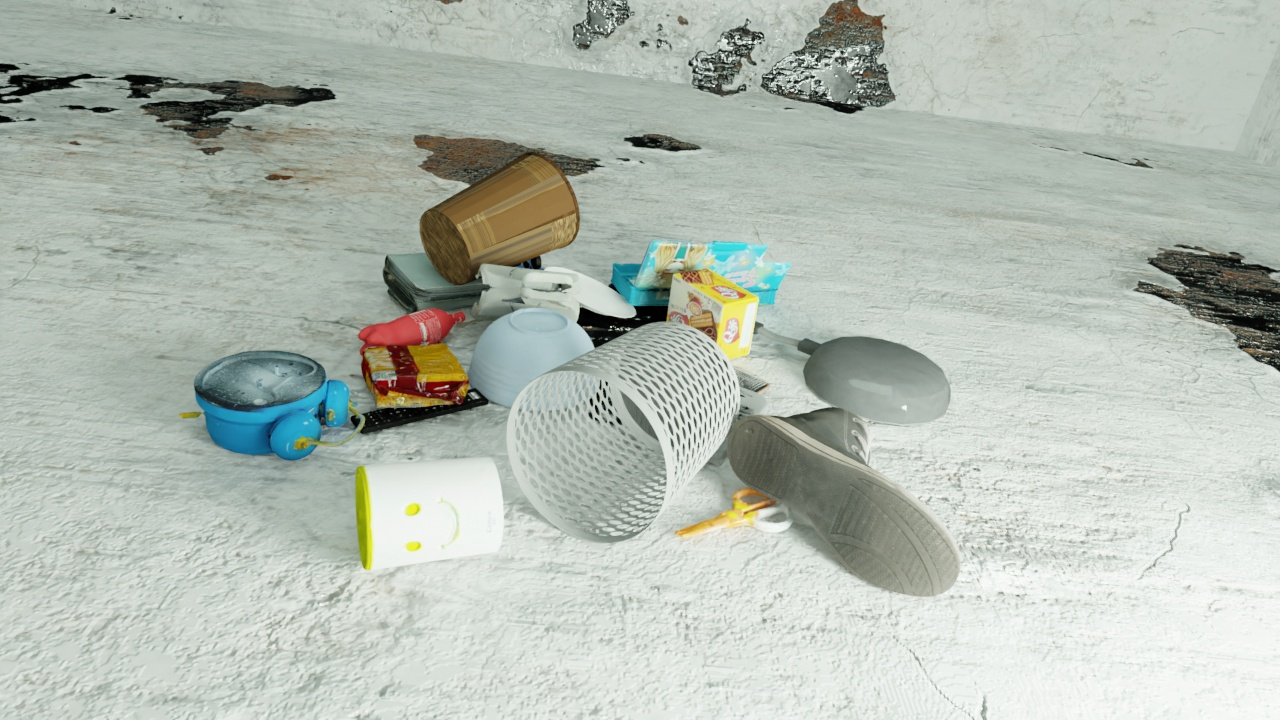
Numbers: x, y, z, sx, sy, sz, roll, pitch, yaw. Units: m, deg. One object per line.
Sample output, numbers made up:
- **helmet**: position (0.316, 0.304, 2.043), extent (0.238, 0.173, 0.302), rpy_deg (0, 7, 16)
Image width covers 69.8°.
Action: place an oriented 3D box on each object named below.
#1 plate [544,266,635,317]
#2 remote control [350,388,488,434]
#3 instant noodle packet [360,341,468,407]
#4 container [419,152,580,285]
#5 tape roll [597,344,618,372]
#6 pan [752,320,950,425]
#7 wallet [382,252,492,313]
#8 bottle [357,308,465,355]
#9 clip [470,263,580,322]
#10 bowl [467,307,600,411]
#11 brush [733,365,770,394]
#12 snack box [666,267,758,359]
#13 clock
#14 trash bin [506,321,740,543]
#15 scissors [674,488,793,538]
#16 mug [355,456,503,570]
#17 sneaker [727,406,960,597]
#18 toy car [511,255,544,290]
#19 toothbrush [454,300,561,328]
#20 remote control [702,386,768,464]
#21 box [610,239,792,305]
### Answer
- **plate**: position (-0.069, -0.088, 1.226), extent (0.134, 0.011, 0.134), rpy_deg (25, 18, -9)
- **remote control**: position (-0.225, 0.051, 0.946), extent (0.139, 0.009, 0.030), rpy_deg (-13, 33, -35)
- **instant noodle packet**: position (-0.240, 0.014, 0.968), extent (0.098, 0.040, 0.135), rpy_deg (-7, 19, -21)
- **container**: position (-0.183, -0.174, 1.170), extent (0.132, 0.132, 0.166), rpy_deg (27, 45, 34)
- **tape roll**: position (-0.006, 0.006, 1.089), extent (0.093, 0.013, 0.093), rpy_deg (6, 26, -3)
- **pan**: position (0.220, -0.016, 1.162), extent (0.358, 0.041, 0.178), rpy_deg (24, 31, 30)
- **wallet**: position (-0.258, -0.104, 1.199), extent (0.131, 0.054, 0.100), rpy_deg (-14, 45, -38)
- **bottle**: position (-0.262, -0.034, 1.069), extent (0.042, 0.042, 0.141), rpy_deg (26, 32, 32)
- **clip**: position (-0.129, -0.089, 1.094), extent (0.126, 0.152, 0.104), rpy_deg (3, 66, -21)
- **bowl**: position (-0.117, -0.012, 1.028), extent (0.150, 0.075, 0.150), rpy_deg (6, 27, -3)
- **brush**: position (0.089, 0.010, 1.106), extent (0.136, 0.015, 0.049), rpy_deg (24, 30, 30)
- **snack box**: position (0.089, -0.059, 1.166), extent (0.061, 0.084, 0.106), rpy_deg (-14, 35, -34)
- **clock**: position (-0.344, 0.044, 0.875), extent (0.161, 0.060, 0.116), rpy_deg (15, 27, 11)
- **trash bin**: position (-0.006, 0.055, 0.842), extent (0.156, 0.157, 0.182), rpy_deg (20, 26, 22)
- **scissors**: position (0.085, 0.147, 0.839), extent (0.128, 0.013, 0.065), rpy_deg (-12, 33, -36)
- **mug**: position (-0.172, 0.122, 0.741), extent (0.106, 0.083, 0.082), rpy_deg (-3, 29, -22)
- **sneaker**: position (0.203, 0.120, 0.844), extent (0.235, 0.095, 0.119), rpy_deg (30, 26, 37)
- **toy car**: position (-0.180, -0.142, 1.277), extent (0.056, 0.055, 0.153), rpy_deg (-13, 40, -24)
- **toothbrush**: position (-0.159, -0.064, 1.181), extent (0.185, 0.022, 0.024), rpy_deg (-20, 18, -41)
- **remote control**: position (0.084, 0.062, 0.996), extent (0.074, 0.019, 0.150), rpy_deg (20, 29, 22)
- **box**: position (0.090, -0.114, 1.275), extent (0.227, 0.084, 0.172), rpy_deg (-1, -5, -21)
